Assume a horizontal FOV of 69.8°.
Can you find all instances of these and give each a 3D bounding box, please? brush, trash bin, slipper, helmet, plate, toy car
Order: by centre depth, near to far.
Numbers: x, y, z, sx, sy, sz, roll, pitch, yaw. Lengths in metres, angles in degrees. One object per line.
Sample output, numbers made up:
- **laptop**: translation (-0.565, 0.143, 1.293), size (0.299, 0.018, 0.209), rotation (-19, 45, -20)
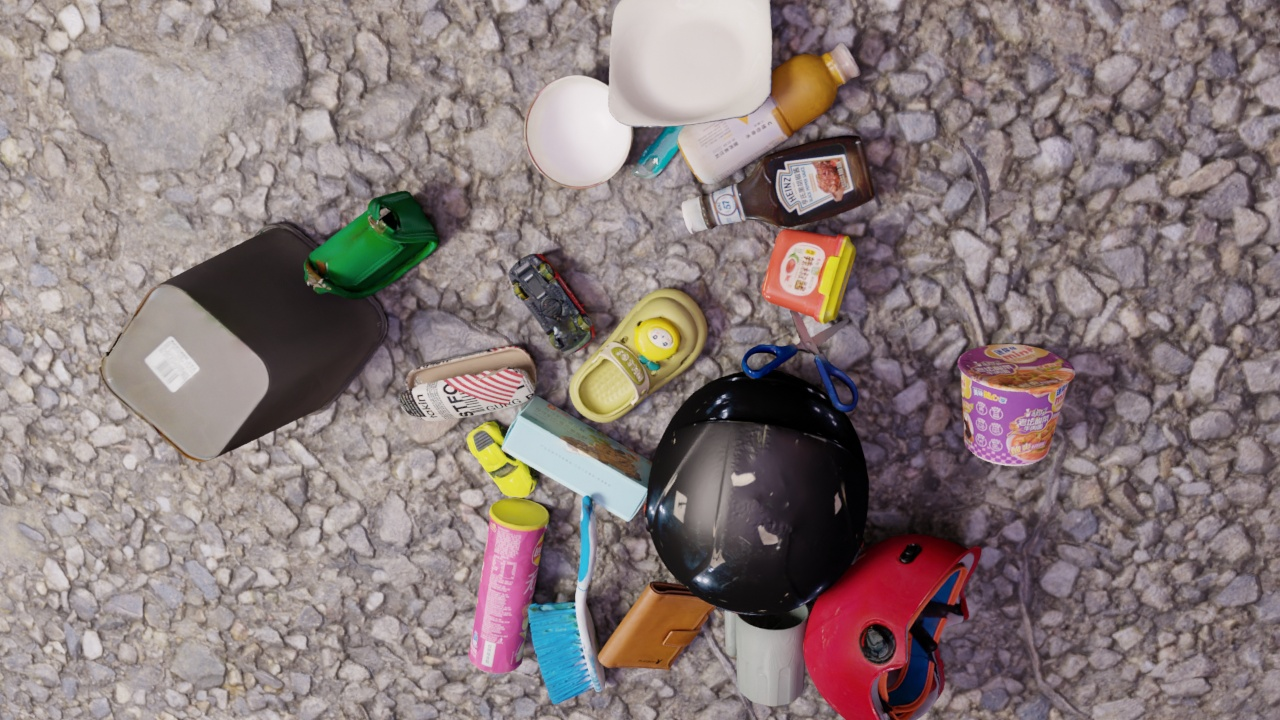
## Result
- **plate**: translation (0.051, -0.301, 0.914), size (0.164, 0.034, 0.164), rotation (-1, 74, 14)
- **helmet**: translation (0.119, 0.146, 0.957), size (0.233, 0.230, 0.274), rotation (8, 92, 9)
- **helmet**: translation (0.264, 0.283, 1.002), size (0.144, 0.206, 0.240), rotation (23, 106, 34)
- **trash bin**: translation (-0.438, -0.017, 1.013), size (0.198, 0.219, 0.199), rotation (43, 110, -4)
- **slipper**: translation (-0.006, 0.006, 1.019), size (0.091, 0.081, 0.191), rotation (44, 111, -7)
- **toy car**: translation (-0.097, -0.065, 1.030), size (0.053, 0.045, 0.120), rotation (-32, 93, 19)
- **brush**: translation (-0.084, 0.291, 1.100), size (0.109, 0.060, 0.315), rotation (-8, 120, 4)
- **toy car**: translation (-0.167, 0.123, 1.105), size (0.048, 0.032, 0.105), rotation (-33, 100, 16)

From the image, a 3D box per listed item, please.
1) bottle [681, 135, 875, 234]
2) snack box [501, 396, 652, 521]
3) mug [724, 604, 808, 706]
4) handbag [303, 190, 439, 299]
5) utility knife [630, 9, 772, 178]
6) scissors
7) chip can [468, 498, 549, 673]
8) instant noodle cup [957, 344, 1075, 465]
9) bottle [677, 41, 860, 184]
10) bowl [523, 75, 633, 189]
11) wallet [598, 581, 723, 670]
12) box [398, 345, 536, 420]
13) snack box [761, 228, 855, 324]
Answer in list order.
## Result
- **bottle**: translation (0.140, -0.176, 0.959), size (0.195, 0.044, 0.080), rotation (-14, 105, 14)
- **snack box**: translation (-0.068, 0.112, 1.062), size (0.175, 0.074, 0.052), rotation (30, 109, 0)
- **mug**: translation (0.141, 0.327, 1.078), size (0.083, 0.124, 0.103), rotation (-12, 110, -30)
- **handbag**: translation (-0.296, -0.123, 1.009), size (0.131, 0.120, 0.068), rotation (-33, 93, 19)
- **utility knife**: translation (0.064, -0.277, 0.957), size (0.029, 0.013, 0.222), rotation (38, 109, -3)
- **scissors**: translation (0.171, -0.007, 0.944), size (0.162, 0.175, 0.012), rotation (52, 141, 34)
- **chip can**: translation (-0.164, 0.278, 1.130), size (0.071, 0.071, 0.211), rotation (13, 109, 6)
- **instant noodle cup**: translation (0.384, 0.048, 0.954), size (0.111, 0.111, 0.099), rotation (1, 115, 9)
- **bottle**: translation (0.129, -0.251, 0.925), size (0.190, 0.068, 0.068), rotation (-30, 99, 16)
- **bowl**: translation (-0.061, -0.240, 0.964), size (0.113, 0.062, 0.113), rotation (2, 107, 8)
- **wallet**: translation (0.028, 0.323, 1.113), size (0.119, 0.035, 0.131), rotation (17, 117, -29)
- **box**: translation (-0.199, 0.025, 1.080), size (0.164, 0.081, 0.075), rotation (-15, 135, 12)
- **snack box**: translation (0.175, -0.090, 0.959), size (0.080, 0.082, 0.091), rotation (17, 93, 16)
